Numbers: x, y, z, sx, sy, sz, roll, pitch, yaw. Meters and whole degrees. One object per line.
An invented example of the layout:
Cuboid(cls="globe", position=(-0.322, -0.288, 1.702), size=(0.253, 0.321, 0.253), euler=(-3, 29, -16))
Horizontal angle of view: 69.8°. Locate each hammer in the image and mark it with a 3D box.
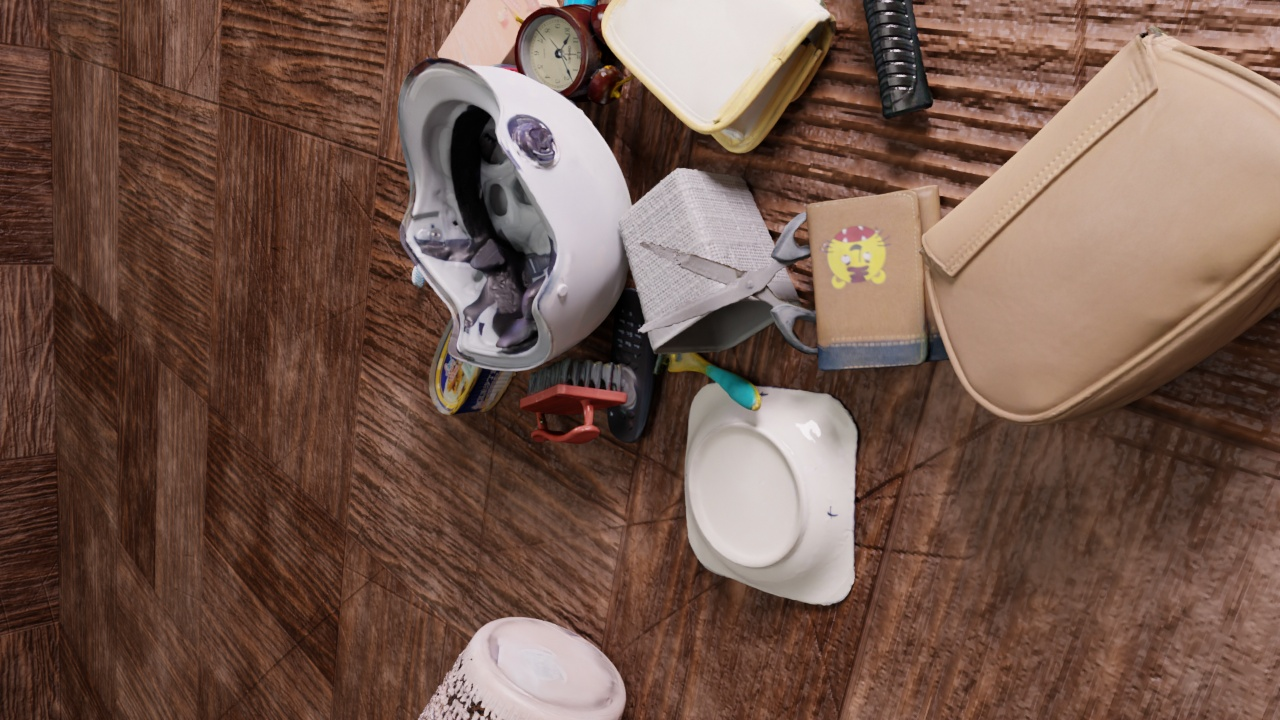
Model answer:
Cuboid(cls="hammer", position=(0.137, -0.303, 0.569), size=(0.129, 0.032, 0.301), euler=(-8, 100, 33))

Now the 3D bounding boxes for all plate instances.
Cuboid(cls="plate", position=(0.088, 0.102, 0.707), size=(0.164, 0.034, 0.164), euler=(5, 99, 44))

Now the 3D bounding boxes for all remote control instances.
Cuboid(cls="remote control", position=(-0.005, 0.005, 0.796), size=(0.053, 0.024, 0.136), euler=(22, 113, 46))

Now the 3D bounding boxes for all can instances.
Cuboid(cls="can", position=(-0.168, -0.005, 0.943), size=(0.074, 0.049, 0.148), euler=(53, 128, 28))

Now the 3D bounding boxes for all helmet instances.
Cuboid(cls="helmet", position=(-0.094, -0.128, 0.778), size=(0.230, 0.145, 0.258), euler=(-29, 80, 54))

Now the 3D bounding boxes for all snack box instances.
Cuboid(cls="snack box", position=(-0.142, -0.320, 0.895), size=(0.158, 0.026, 0.084), euler=(-38, 68, 41))

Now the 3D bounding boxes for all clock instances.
Cuboid(cls="clock", position=(-0.052, -0.261, 0.782), size=(0.122, 0.055, 0.082), euler=(13, 112, 28))

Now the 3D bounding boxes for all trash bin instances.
Cuboid(cls="trash bin", position=(-0.116, 0.355, 0.838), size=(0.227, 0.227, 0.192), euler=(33, 105, 38))

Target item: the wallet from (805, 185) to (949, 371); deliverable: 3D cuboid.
Cuboid(cls="wallet", position=(0.158, -0.052, 0.605), size=(0.090, 0.033, 0.115), euler=(-5, 89, 23))

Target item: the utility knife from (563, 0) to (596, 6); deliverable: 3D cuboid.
Cuboid(cls="utility knife", position=(-0.067, -0.278, 0.830), size=(0.034, 0.018, 0.162), euler=(38, 122, 35))

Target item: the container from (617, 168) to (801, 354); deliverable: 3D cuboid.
Cuboid(cls="container", position=(0.047, -0.075, 0.690), size=(0.090, 0.090, 0.114), euler=(-33, 69, 42))

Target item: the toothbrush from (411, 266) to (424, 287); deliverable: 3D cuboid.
Cuboid(cls="toothbrush", position=(-0.235, -0.189, 1.005), size=(0.026, 0.026, 0.221), euler=(28, 114, 51))

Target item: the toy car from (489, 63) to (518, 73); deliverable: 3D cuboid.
Cuboid(cls="toy car", position=(-0.150, -0.238, 0.896), size=(0.121, 0.052, 0.045), euler=(-44, 66, 42))

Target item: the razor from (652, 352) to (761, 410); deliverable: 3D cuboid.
Cuboid(cls="razor", position=(0.056, 0.012, 0.722), size=(0.132, 0.028, 0.043), euler=(32, 108, 53))

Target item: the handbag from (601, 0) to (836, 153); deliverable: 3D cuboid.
Cuboid(cls="handbag", position=(0.075, -0.262, 0.670), size=(0.179, 0.063, 0.163), euler=(-49, 60, 20))

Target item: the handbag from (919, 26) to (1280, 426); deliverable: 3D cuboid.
Cuboid(cls="handbag", position=(0.251, -0.062, 0.482), size=(0.205, 0.099, 0.147), euler=(-48, 54, 38))

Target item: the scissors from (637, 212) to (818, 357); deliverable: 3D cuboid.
Cuboid(cls="scissors", position=(0.078, -0.050, 0.621), size=(0.159, 0.178, 0.014), euler=(51, 163, -22))

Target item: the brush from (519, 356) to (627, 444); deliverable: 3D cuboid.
Cuboid(cls="brush", position=(-0.069, 0.041, 0.822), size=(0.146, 0.063, 0.069), euler=(162, 114, -64))
